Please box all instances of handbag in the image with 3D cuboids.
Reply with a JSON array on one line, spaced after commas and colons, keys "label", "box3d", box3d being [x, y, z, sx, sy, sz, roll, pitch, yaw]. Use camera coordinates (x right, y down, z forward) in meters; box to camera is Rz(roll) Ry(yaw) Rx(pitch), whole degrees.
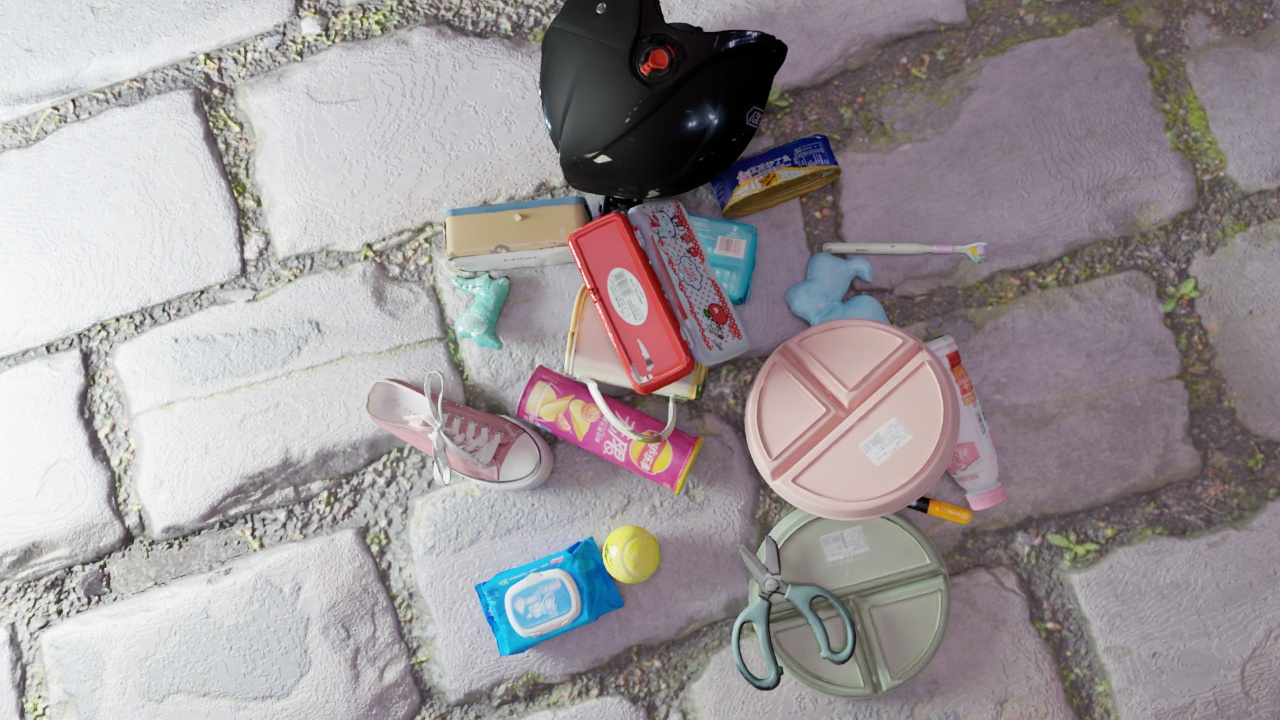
[{"label": "handbag", "box3d": [-0.006, 0.006, 1.048, 0.163, 0.063, 0.178, 12, 68, -1]}]

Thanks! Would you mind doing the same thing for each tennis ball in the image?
[{"label": "tennis ball", "box3d": [-0.010, 0.221, 1.048, 0.065, 0.065, 0.065, 0, 84, 4]}]

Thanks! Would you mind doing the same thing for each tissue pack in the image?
[{"label": "tissue pack", "box3d": [-0.106, 0.273, 1.057, 0.157, 0.052, 0.095, -23, 83, 2]}, {"label": "tissue pack", "box3d": [0.070, -0.121, 1.085, 0.133, 0.050, 0.093, 11, 86, 6]}]

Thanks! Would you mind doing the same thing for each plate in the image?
[{"label": "plate", "box3d": [0.224, 0.057, 0.990, 0.230, 0.028, 0.229, -6, 69, 16]}, {"label": "plate", "box3d": [0.239, 0.270, 1.044, 0.230, 0.027, 0.230, 0, 84, 4]}]

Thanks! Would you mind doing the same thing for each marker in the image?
[{"label": "marker", "box3d": [0.319, 0.164, 1.055, 0.124, 0.015, 0.018, 16, 81, 8]}]

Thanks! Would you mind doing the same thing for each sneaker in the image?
[{"label": "sneaker", "box3d": [-0.219, 0.084, 1.067, 0.241, 0.088, 0.118, 24, 86, 7]}]

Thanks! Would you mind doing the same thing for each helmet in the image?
[{"label": "helmet", "box3d": [0.019, -0.293, 1.015, 0.275, 0.233, 0.230, 9, 97, 21]}]

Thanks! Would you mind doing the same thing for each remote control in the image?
[{"label": "remote control", "box3d": [-0.021, -0.145, 1.108, 0.053, 0.024, 0.136, 1, 83, 5]}]

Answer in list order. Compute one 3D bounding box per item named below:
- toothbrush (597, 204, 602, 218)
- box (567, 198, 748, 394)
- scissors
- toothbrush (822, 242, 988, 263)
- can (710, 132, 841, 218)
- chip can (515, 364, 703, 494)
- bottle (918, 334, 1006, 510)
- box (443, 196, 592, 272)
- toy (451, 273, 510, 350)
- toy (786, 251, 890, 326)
[{"label": "toothbrush", "box3d": [-0.054, -0.097, 1.111, 0.018, 0.014, 0.189, 0, 84, 14]}, {"label": "box", "box3d": [0.022, -0.077, 1.018, 0.160, 0.064, 0.201, -23, 82, -14]}, {"label": "scissors", "box3d": [0.146, 0.290, 1.026, 0.172, 0.019, 0.176, -42, 83, 1]}, {"label": "toothbrush", "box3d": [0.311, -0.131, 1.084, 0.189, 0.029, 0.020, 2, 42, 6]}, {"label": "can", "box3d": [0.158, -0.217, 1.077, 0.148, 0.074, 0.049, -20, 79, 1]}, {"label": "chip can", "box3d": [-0.036, 0.078, 1.062, 0.210, 0.071, 0.071, 25, 86, 7]}, {"label": "bottle", "box3d": [0.356, 0.071, 1.038, 0.068, 0.068, 0.197, -22, 87, 2]}, {"label": "box", "box3d": [-0.136, -0.148, 1.086, 0.184, 0.090, 0.063, -7, 82, 1]}, {"label": "toy", "box3d": [-0.194, -0.066, 1.112, 0.096, 0.030, 0.092, 21, 81, 14]}, {"label": "toy", "box3d": [0.237, -0.041, 1.065, 0.156, 0.050, 0.161, 34, 84, 17]}]
